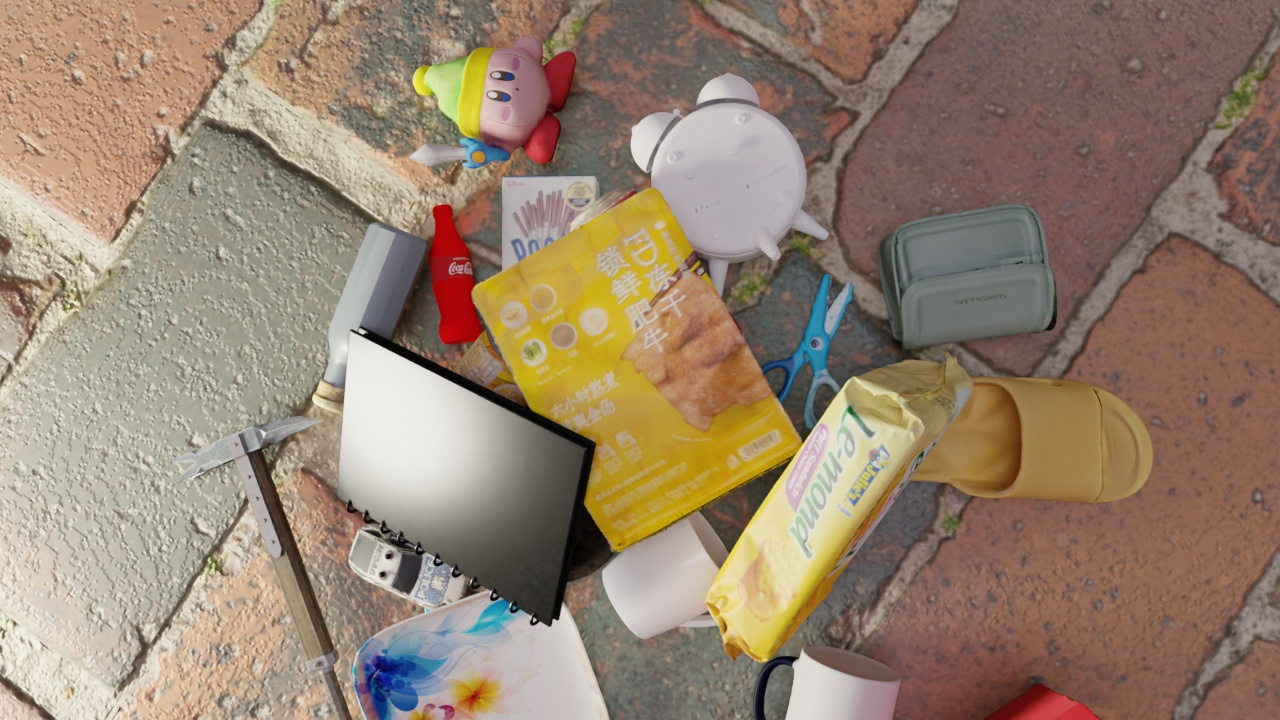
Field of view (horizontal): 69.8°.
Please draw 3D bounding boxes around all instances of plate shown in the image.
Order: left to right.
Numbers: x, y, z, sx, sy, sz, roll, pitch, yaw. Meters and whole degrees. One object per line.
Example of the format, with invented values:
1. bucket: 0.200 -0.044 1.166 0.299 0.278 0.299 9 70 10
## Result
1. plate: -0.129 0.285 0.764 0.187 0.016 0.187 -19 98 -3

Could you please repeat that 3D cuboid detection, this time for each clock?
1. clock: 0.071 -0.148 0.754 0.125 0.073 0.161 -29 86 3

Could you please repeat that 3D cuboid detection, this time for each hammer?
1. hammer: -0.288 0.207 0.790 0.147 0.028 0.317 -21 88 12

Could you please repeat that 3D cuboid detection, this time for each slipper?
1. slipper: 0.280 0.059 0.727 0.263 0.078 0.099 4 85 3

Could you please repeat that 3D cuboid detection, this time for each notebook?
1. notebook: -0.147 0.092 0.717 0.232 0.019 0.169 24 116 24

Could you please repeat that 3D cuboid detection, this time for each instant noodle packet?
1. instant noodle packet: -0.004 0.004 0.688 0.163 0.084 0.221 -29 95 5

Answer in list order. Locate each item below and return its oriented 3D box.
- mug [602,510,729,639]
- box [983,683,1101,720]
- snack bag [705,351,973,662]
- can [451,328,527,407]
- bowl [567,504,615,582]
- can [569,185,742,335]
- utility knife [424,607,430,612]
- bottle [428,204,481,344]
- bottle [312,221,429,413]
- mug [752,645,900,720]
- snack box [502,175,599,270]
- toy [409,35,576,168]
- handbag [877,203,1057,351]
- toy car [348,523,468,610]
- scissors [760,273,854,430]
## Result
1. mug: 0.033 0.185 0.751 0.088 0.081 0.114 -35 116 9
2. box: 0.241 0.330 0.605 0.211 0.315 0.124 -35 97 2
3. snack bag: 0.139 0.102 0.664 0.068 0.159 0.248 37 113 19
4. can: -0.128 0.028 0.756 0.067 0.067 0.105 43 108 5
5. bowl: -0.072 0.117 0.763 0.121 0.056 0.121 -1 98 -6
6. can: 0.015 -0.060 0.747 0.067 0.067 0.170 -38 96 2
7. utility knife: -0.169 0.242 0.789 0.031 0.015 0.209 -5 87 2
8. bottle: -0.162 -0.075 0.790 0.036 0.036 0.119 -9 87 4
9. bottle: -0.232 -0.034 0.778 0.046 0.072 0.161 22 90 -33
10. mug: 0.143 0.284 0.737 0.112 0.078 0.097 12 89 33
11. snack box: -0.077 -0.083 0.788 0.082 0.026 0.150 -1 89 5
12. toy: -0.131 -0.217 0.782 0.131 0.097 0.124 12 95 -13
13. handbag: 0.262 -0.067 0.738 0.122 0.067 0.106 -9 89 4
14. toy car: -0.198 0.175 0.775 0.113 0.040 0.048 18 90 18
15. scissors: 0.136 -0.013 0.774 0.090 0.014 0.141 10 91 3
